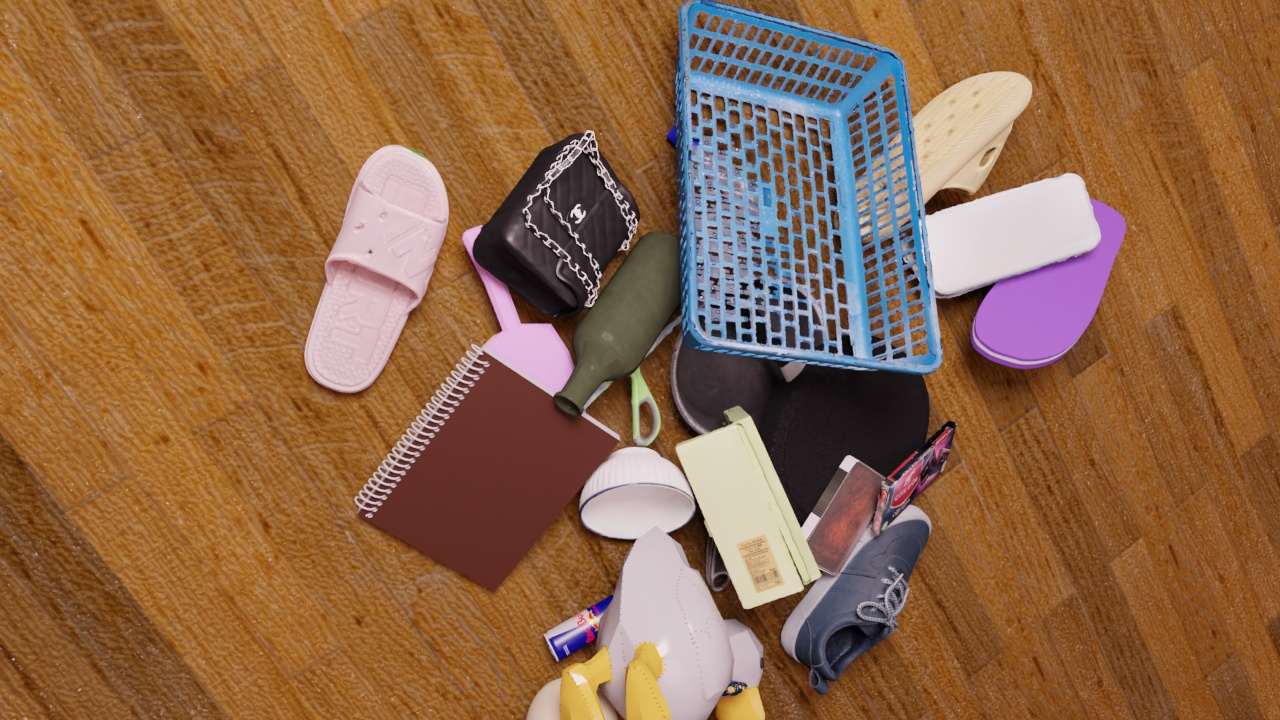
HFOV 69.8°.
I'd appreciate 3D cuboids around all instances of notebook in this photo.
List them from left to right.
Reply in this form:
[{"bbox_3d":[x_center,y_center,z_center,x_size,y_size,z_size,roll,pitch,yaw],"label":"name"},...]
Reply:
[{"bbox_3d":[-0.151,0.108,0.894,0.171,0.022,0.209,35,103,-19],"label":"notebook"}]

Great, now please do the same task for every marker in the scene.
[{"bbox_3d":[0.083,-0.199,0.969,0.133,0.023,0.027,41,61,-17],"label":"marker"}]

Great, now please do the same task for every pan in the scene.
[{"bbox_3d":[0.103,0.079,0.990,0.187,0.055,0.357,2,108,-24],"label":"pan"},{"bbox_3d":[0.191,0.042,0.982,0.225,0.034,0.356,-47,121,-7],"label":"pan"}]

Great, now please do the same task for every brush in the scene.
[{"bbox_3d":[-0.126,-0.022,0.909,0.089,0.043,0.229,-22,102,-15],"label":"brush"}]

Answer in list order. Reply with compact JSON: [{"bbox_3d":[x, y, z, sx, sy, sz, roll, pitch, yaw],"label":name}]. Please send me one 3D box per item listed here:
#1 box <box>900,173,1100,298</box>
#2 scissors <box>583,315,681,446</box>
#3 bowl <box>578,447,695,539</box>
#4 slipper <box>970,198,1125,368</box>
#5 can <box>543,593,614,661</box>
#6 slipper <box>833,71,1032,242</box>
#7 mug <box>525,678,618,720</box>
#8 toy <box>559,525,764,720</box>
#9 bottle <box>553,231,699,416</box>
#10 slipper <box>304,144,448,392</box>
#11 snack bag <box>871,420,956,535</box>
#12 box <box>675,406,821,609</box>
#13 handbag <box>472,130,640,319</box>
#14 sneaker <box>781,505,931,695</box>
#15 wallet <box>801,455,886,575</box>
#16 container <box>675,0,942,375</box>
[{"bbox_3d":[0.406,-0.139,1.018,0.215,0.122,0.083,-20,146,-12],"label":"box"},{"bbox_3d":[-0.014,0.002,0.935,0.159,0.025,0.171,-2,79,-26],"label":"scissors"},{"bbox_3d":[-0.005,0.130,0.943,0.118,0.118,0.062,10,51,-19],"label":"bowl"},{"bbox_3d":[0.473,-0.074,1.074,0.107,0.084,0.265,31,64,19],"label":"slipper"},{"bbox_3d":[-0.054,0.280,0.969,0.095,0.032,0.032,-27,103,-14],"label":"can"},{"bbox_3d":[0.323,-0.211,1.013,0.261,0.111,0.079,-43,128,-5],"label":"slipper"},{"bbox_3d":[-0.060,0.383,0.941,0.120,0.099,0.096,22,102,-16],"label":"mug"},{"bbox_3d":[0.038,0.292,0.926,0.267,0.141,0.246,-7,82,-56],"label":"toy"},{"bbox_3d":[-0.018,-0.034,0.893,0.071,0.072,0.206,43,60,-17],"label":"bottle"},{"bbox_3d":[-0.244,-0.082,0.854,0.094,0.064,0.239,20,91,-19],"label":"slipper"},{"bbox_3d":[0.309,0.130,1.037,0.154,0.018,0.075,-31,137,-36],"label":"snack bag"},{"bbox_3d":[0.113,0.144,0.938,0.092,0.083,0.188,-19,99,14],"label":"box"},{"bbox_3d":[-0.060,-0.127,0.865,0.125,0.115,0.153,45,54,-25],"label":"handbag"},{"bbox_3d":[0.257,0.265,1.033,0.235,0.087,0.089,-49,123,-6],"label":"sneaker"},{"bbox_3d":[0.222,0.171,1.007,0.072,0.019,0.123,31,91,-32],"label":"wallet"},{"bbox_3d":[0.145,-0.157,0.898,0.257,0.089,0.361,7,69,-19],"label":"container"}]
